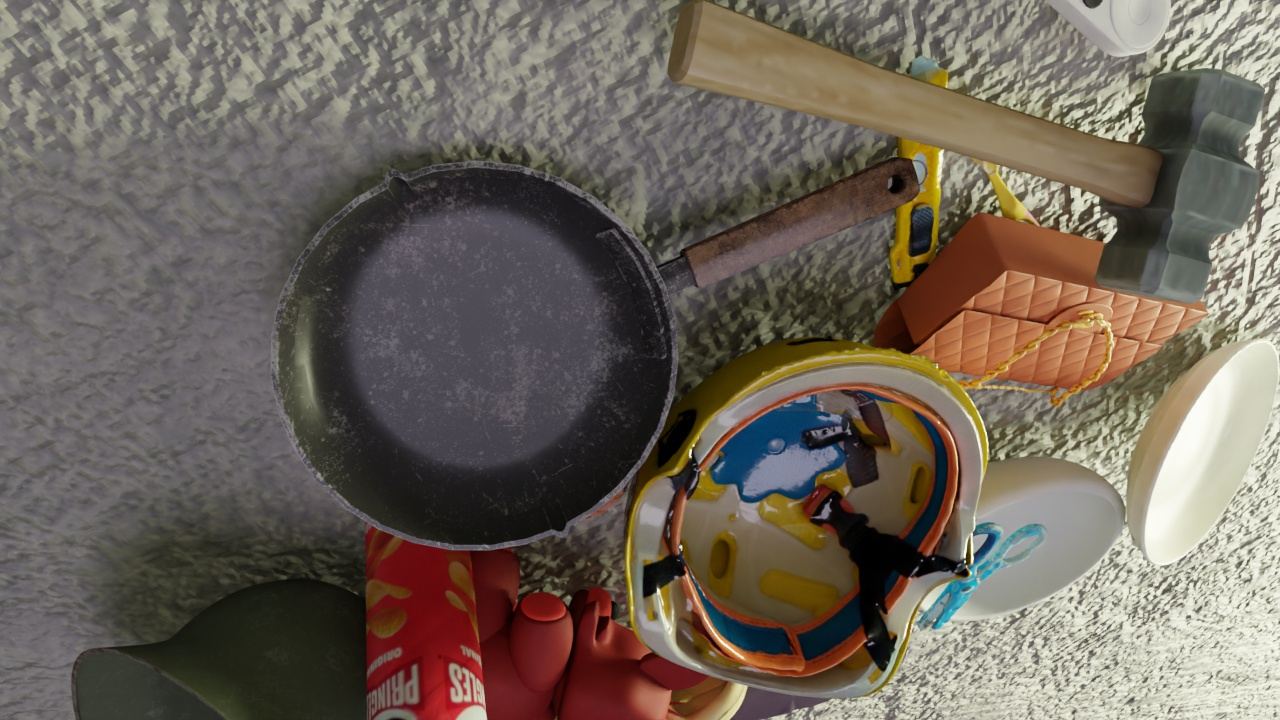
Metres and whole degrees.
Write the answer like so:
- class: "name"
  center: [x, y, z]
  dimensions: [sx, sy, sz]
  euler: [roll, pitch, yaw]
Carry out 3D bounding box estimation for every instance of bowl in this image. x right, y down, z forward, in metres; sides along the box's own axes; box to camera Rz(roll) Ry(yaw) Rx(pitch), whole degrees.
- class: "bowl"
  center: [0.282, 0.131, 0.726]
  dimensions: [0.176, 0.066, 0.177]
  euler: [-8, 134, -8]

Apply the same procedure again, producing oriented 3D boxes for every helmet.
- class: "helmet"
  center: [0.092, 0.079, 0.580]
  dimensions: [0.209, 0.139, 0.240]
  euler: [20, 107, -17]
- class: "helmet"
  center: [-0.231, 0.249, 0.622]
  dimensions: [0.227, 0.153, 0.268]
  euler: [20, 124, 20]

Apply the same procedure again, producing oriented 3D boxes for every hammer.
- class: "hammer"
  center: [0.167, -0.114, 0.453]
  dimensions: [0.322, 0.051, 0.117]
  euler: [10, 98, -19]

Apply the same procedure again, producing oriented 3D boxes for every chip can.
- class: "chip can"
  center: [-0.129, 0.184, 0.548]
  dimensions: [0.073, 0.232, 0.073]
  euler: [-9, 136, -8]

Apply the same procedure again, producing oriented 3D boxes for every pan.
- class: "pan"
  center: [-0.012, -0.032, 0.484]
  dimensions: [0.356, 0.040, 0.208]
  euler: [-24, 108, -6]

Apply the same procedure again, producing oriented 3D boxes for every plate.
- class: "plate"
  center: [0.412, 0.065, 0.686]
  dimensions: [0.182, 0.034, 0.182]
  euler: [-17, 120, -32]

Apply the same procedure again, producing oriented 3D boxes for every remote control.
- class: "remote control"
  center: [0.193, -0.186, 0.416]
  dimensions: [0.136, 0.013, 0.043]
  euler: [27, 88, -23]

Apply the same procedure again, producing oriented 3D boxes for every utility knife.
- class: "utility knife"
  center: [0.154, -0.099, 0.512]
  dimensions: [0.030, 0.017, 0.156]
  euler: [-21, 132, -8]

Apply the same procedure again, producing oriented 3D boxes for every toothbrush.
- class: "toothbrush"
  center: [0.221, -0.084, 0.542]
  dimensions: [0.021, 0.016, 0.135]
  euler: [-32, 132, 19]

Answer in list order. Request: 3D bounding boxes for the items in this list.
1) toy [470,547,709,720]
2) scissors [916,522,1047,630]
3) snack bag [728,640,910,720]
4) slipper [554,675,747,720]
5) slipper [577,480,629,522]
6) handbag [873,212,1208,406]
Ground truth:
- class: "toy"
  center: [-0.053, 0.220, 0.663]
  dimensions: [0.197, 0.120, 0.159]
  euler: [14, 129, 2]
- class: "scissors"
  center: [0.241, 0.166, 0.693]
  dimensions: [0.083, 0.015, 0.141]
  euler: [10, 131, -25]
- class: "snack bag"
  center: [0.147, 0.271, 0.828]
  dimensions: [0.205, 0.058, 0.096]
  euler: [-16, 134, 1]
- class: "slipper"
  center: [-0.034, 0.286, 0.775]
  dimensions: [0.262, 0.111, 0.079]
  euler: [-31, 111, 19]
- class: "slipper"
  center: [-0.076, 0.062, 0.555]
  dimensions: [0.093, 0.081, 0.197]
  euler: [-39, 132, 20]
- class: "handbag"
  center: [0.247, -0.020, 0.571]
  dimensions: [0.171, 0.060, 0.109]
  euler: [7, 143, -25]
